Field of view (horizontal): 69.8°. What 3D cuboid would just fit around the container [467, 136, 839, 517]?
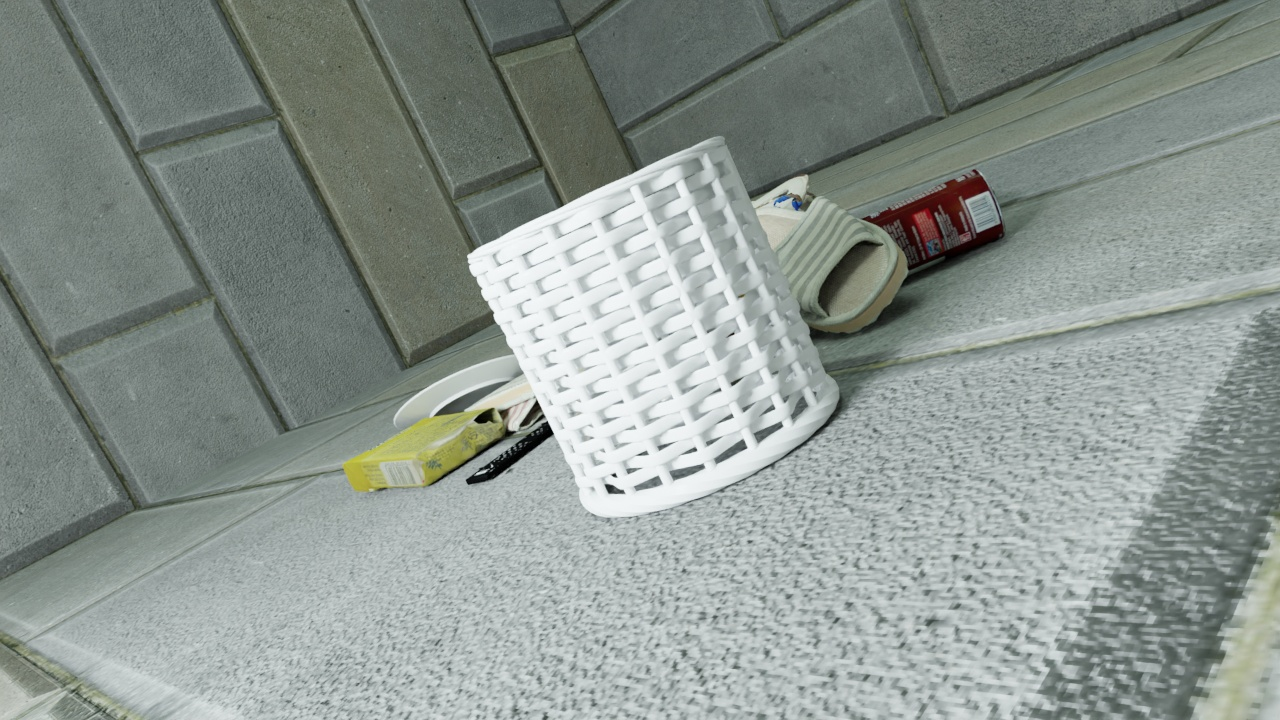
[{"bbox_3d":[0.009,-0.024,0.610,0.189,0.187,0.189,-25,9,4],"label":"container"}]

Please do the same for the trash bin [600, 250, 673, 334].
[{"bbox_3d":[-0.020,-0.072,1.157,0.162,0.133,0.133,-18,11,28],"label":"trash bin"}]

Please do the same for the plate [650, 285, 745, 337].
[{"bbox_3d":[0.027,-0.056,0.842,0.230,0.021,0.230,10,-8,1],"label":"plate"}]

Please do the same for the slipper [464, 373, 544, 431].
[{"bbox_3d":[-0.105,0.035,1.024,0.264,0.052,0.114,-21,11,47],"label":"slipper"}]

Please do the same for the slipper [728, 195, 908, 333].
[{"bbox_3d":[0.145,-0.097,0.851,0.114,0.054,0.272,-49,26,2],"label":"slipper"}]

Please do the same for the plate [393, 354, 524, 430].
[{"bbox_3d":[-0.209,0.047,1.162,0.208,0.015,0.209,-24,-14,-6],"label":"plate"}]

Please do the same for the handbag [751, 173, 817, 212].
[{"bbox_3d":[0.123,-0.141,1.061,0.201,0.093,0.199,-20,35,37],"label":"handbag"}]

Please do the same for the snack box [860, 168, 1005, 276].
[{"bbox_3d":[0.266,-0.122,0.855,0.121,0.072,0.072,-23,9,11],"label":"snack box"}]

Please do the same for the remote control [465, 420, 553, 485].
[{"bbox_3d":[-0.115,0.084,0.898,0.030,0.009,0.139,-18,11,38],"label":"remote control"}]

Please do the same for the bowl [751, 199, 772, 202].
[{"bbox_3d":[0.164,-0.141,1.193,0.118,0.118,0.074,-27,-33,-10],"label":"bowl"}]

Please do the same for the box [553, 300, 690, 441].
[{"bbox_3d":[-0.068,-0.004,0.798,0.184,0.143,0.098,22,71,46],"label":"box"}]

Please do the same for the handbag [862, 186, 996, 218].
[{"bbox_3d":[0.316,-0.165,1.047,0.124,0.047,0.185,-23,9,6],"label":"handbag"}]

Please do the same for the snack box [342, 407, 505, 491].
[{"bbox_3d":[-0.240,0.102,1.028,0.181,0.045,0.121,-11,16,48],"label":"snack box"}]
